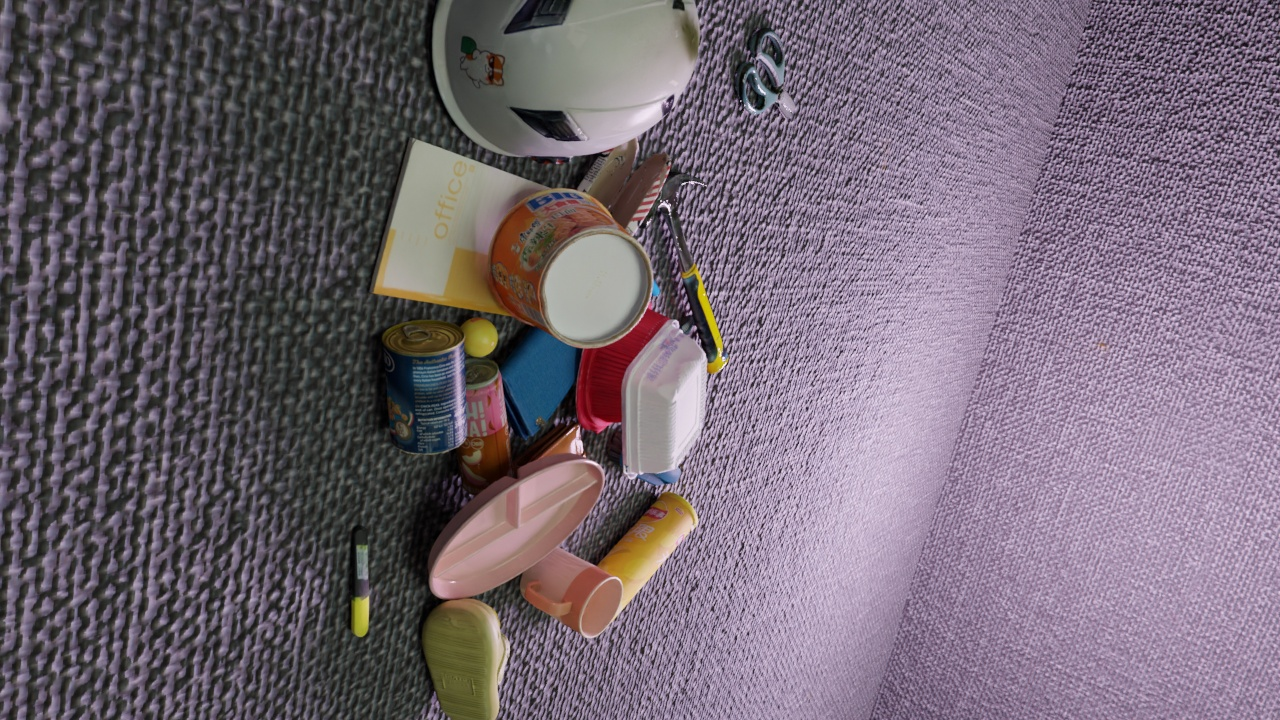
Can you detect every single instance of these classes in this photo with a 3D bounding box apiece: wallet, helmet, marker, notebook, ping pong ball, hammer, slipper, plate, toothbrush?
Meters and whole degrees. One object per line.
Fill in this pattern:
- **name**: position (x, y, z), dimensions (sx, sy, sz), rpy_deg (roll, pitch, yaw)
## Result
- **wallet**: position (-0.112, 0.010, 1.034), dimensions (0.132, 0.040, 0.106), rpy_deg (-55, 146, -34)
- **helmet**: position (-0.043, -0.293, 0.855), dimensions (0.273, 0.157, 0.230), rpy_deg (-32, 132, -44)
- **marker**: position (-0.284, 0.223, 0.926), dimensions (0.018, 0.015, 0.124), rpy_deg (-18, 120, -52)
- **notebook**: position (-0.168, -0.122, 0.903), dimensions (0.206, 0.010, 0.146), rpy_deg (8, 101, -57)
- **ping pong ball**: position (-0.166, -0.024, 0.934), dimensions (0.040, 0.040, 0.040), rpy_deg (-32, 133, -44)
- **wallet**: position (-0.107, 0.150, 1.132), dimensions (0.107, 0.031, 0.132), rpy_deg (-38, 138, -37)
- **hammer**: position (0.071, -0.110, 1.227), dimensions (0.125, 0.032, 0.324), rpy_deg (-50, 139, -28)
- **slipper**: position (-0.198, 0.343, 1.071), dimensions (0.081, 0.092, 0.191), rpy_deg (-63, 159, -59)
- **plate**: position (-0.140, 0.184, 1.029), dimensions (0.229, 0.028, 0.230), rpy_deg (-33, 153, -19)
- **toothbrush**: position (0.022, 0.007, 1.255), dimensions (0.191, 0.016, 0.018), rpy_deg (-53, 134, -24)

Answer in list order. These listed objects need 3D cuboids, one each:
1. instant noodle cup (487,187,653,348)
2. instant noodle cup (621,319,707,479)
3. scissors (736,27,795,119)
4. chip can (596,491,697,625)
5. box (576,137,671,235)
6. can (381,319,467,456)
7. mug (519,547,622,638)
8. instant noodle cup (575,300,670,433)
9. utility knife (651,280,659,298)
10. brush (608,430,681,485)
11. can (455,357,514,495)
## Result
- **instant noodle cup**: position (-0.064, -0.086, 0.913), dimensions (0.151, 0.111, 0.151), rpy_deg (-11, 116, -24)
- **instant noodle cup**: position (0.033, 0.054, 1.100), dimensions (0.137, 0.060, 0.174), rpy_deg (-50, 148, -44)
- **scissors**: position (0.172, -0.362, 1.264), dimensions (0.129, 0.019, 0.185), rpy_deg (-57, 144, -18)
- **chip can**: position (-0.006, 0.282, 1.319), dimensions (0.212, 0.072, 0.072), rpy_deg (-42, 139, -34)
- **box**: position (-0.040, -0.182, 1.019), dimensions (0.087, 0.076, 0.162), rpy_deg (35, 79, -28)
- **can**: position (-0.204, 0.026, 0.874), dimensions (0.075, 0.075, 0.111), rpy_deg (-28, 130, -46)
- **mug**: position (-0.097, 0.291, 1.154), dimensions (0.114, 0.106, 0.082), rpy_deg (2, 106, -56)
- **instant noodle cup**: position (-0.007, 0.007, 1.136), dimensions (0.193, 0.066, 0.194), rpy_deg (-50, 151, -43)
- **utility knife**: position (-0.008, -0.116, 1.127), dimensions (0.018, 0.034, 0.159), rpy_deg (-32, 148, 9)
- **brush**: position (0.015, 0.142, 1.266), dimensions (0.055, 0.073, 0.144), rpy_deg (-61, 148, -4)
- **can**: position (-0.169, 0.073, 0.968), dimensions (0.057, 0.058, 0.147), rpy_deg (-35, 135, -41)
